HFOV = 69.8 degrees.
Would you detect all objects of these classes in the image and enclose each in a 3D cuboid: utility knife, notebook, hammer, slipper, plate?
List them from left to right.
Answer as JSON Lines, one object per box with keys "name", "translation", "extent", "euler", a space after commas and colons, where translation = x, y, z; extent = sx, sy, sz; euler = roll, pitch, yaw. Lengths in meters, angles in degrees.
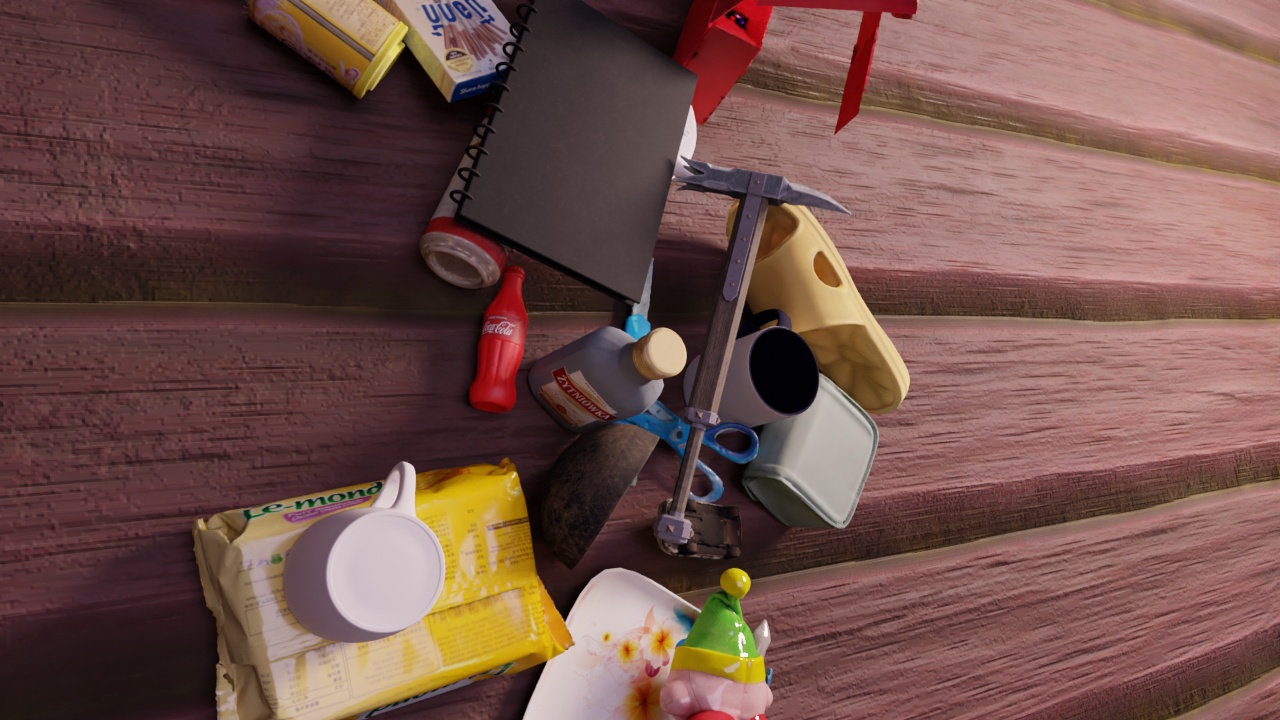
{"name": "notebook", "translation": [-0.047, -0.180, 0.741], "extent": [0.169, 0.019, 0.231], "euler": [25, 66, -25]}
{"name": "utility knife", "translation": [-0.005, 0.005, 0.805], "extent": [0.031, 0.015, 0.209], "euler": [16, 73, -29]}
{"name": "plate", "translation": [-0.002, 0.279, 0.735], "extent": [0.187, 0.016, 0.186], "euler": [36, 61, -20]}
{"name": "hammer", "translation": [0.066, -0.005, 0.750], "extent": [0.147, 0.028, 0.316], "euler": [13, 83, 12]}
{"name": "slipper", "translation": [0.159, -0.040, 0.873], "extent": [0.263, 0.100, 0.078], "euler": [50, 59, -16]}

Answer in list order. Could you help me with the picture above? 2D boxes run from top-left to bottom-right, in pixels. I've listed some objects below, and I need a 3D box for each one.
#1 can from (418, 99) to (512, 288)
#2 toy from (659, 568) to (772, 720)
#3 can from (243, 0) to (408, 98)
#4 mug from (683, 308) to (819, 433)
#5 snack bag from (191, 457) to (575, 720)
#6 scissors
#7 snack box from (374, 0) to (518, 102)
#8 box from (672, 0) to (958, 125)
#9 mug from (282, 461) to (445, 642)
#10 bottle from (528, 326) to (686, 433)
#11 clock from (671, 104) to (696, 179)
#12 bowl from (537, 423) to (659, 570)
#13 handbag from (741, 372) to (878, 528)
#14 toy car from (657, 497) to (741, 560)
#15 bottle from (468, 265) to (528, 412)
{"name": "can", "translation": [-0.117, -0.141, 0.742], "extent": [0.067, 0.067, 0.169], "euler": [31, 63, -22]}
{"name": "toy", "translation": [0.073, 0.244, 0.731], "extent": [0.124, 0.097, 0.131], "euler": [18, 45, -30]}
{"name": "can", "translation": [-0.236, -0.256, 0.696], "extent": [0.105, 0.068, 0.067], "euler": [35, 62, -20]}
{"name": "mug", "translation": [0.102, 0.005, 0.823], "extent": [0.078, 0.097, 0.111], "euler": [29, 64, -23]}
{"name": "snack bag", "translation": [-0.168, 0.160, 0.631], "extent": [0.246, 0.068, 0.159], "euler": [-9, 82, -34]}
{"name": "scissors", "translation": [0.043, 0.058, 0.791], "extent": [0.090, 0.014, 0.141], "euler": [-41, 107, 6]}
{"name": "snack box", "translation": [-0.160, -0.282, 0.750], "extent": [0.081, 0.026, 0.150], "euler": [-27, 75, -34]}
{"name": "box", "translation": [0.137, -0.361, 0.813], "extent": [0.124, 0.316, 0.210], "euler": [34, 60, -33]}
{"name": "mug", "translation": [-0.158, 0.112, 0.554], "extent": [0.081, 0.088, 0.114], "euler": [27, 64, -22]}
{"name": "bottle", "translation": [-0.023, 0.011, 0.703], "extent": [0.072, 0.162, 0.046], "euler": [48, 58, -13]}
{"name": "clock", "translation": [-0.011, -0.216, 0.824], "extent": [0.125, 0.073, 0.161], "euler": [-40, 100, -33]}
{"name": "bowl", "translation": [-0.042, 0.094, 0.705], "extent": [0.056, 0.121, 0.121], "euler": [34, 60, 2]}
{"name": "handbag", "translation": [0.155, 0.085, 0.854], "extent": [0.106, 0.067, 0.121], "euler": [42, 59, -26]}
{"name": "toy car", "translation": [0.051, 0.147, 0.793], "extent": [0.112, 0.041, 0.048], "euler": [19, 67, -46]}
{"name": "bottle", "translation": [-0.110, -0.019, 0.732], "extent": [0.036, 0.036, 0.118], "euler": [17, 69, -28]}
